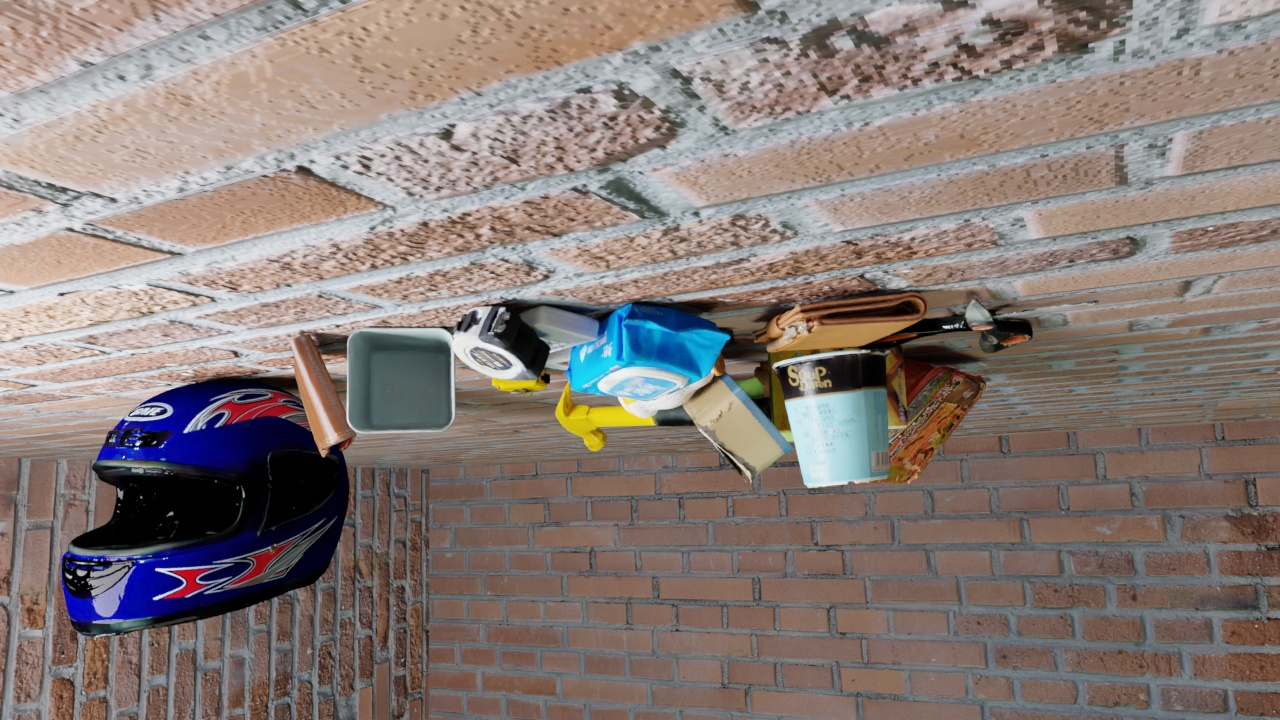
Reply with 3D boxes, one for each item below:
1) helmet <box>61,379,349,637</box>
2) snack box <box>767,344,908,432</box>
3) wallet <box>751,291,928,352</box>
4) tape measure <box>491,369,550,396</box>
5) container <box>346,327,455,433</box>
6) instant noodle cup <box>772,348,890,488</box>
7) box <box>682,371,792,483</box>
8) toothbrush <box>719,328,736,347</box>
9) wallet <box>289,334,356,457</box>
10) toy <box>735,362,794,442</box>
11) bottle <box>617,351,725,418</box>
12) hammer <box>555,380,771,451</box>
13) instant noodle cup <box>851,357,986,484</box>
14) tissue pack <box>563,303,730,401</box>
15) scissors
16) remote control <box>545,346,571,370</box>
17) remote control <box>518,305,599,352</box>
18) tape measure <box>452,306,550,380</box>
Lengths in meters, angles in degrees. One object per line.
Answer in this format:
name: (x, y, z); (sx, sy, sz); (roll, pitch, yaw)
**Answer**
helmet: (-0.479, 0.143, 1.020); (0.248, 0.240, 0.314); (-6, -178, 27)
snack box: (0.207, 0.030, 0.966); (0.140, 0.087, 0.034); (-3, 172, 7)
wallet: (0.159, -0.029, 0.758); (0.107, 0.031, 0.132); (-4, 172, -8)
tape measure: (-0.135, 0.025, 1.051); (0.060, 0.029, 0.057); (-4, 172, 17)
container: (-0.212, 0.022, 0.830); (0.090, 0.090, 0.111); (0, 174, -10)
instant noodle cup: (0.184, 0.056, 0.859); (0.111, 0.120, 0.111); (-6, 174, -1)
box: (0.091, 0.059, 0.935); (0.061, 0.090, 0.184); (-42, -165, 0)
toothbrush: (-0.005, -0.025, 0.823); (0.189, 0.017, 0.014); (3, 170, -11)
wallet: (-0.296, 0.034, 0.844); (0.032, 0.101, 0.125); (-20, 177, -23)
toy: (0.158, 0.063, 1.163); (0.226, 0.090, 0.247); (12, 163, -21)
bottle: (0.030, 0.016, 0.918); (0.109, 0.063, 0.063); (-22, 163, 25)
hammer: (0.022, 0.066, 1.117); (0.301, 0.032, 0.129); (-4, 143, 34)
instant noodle cup: (0.310, 0.065, 1.070); (0.188, 0.165, 0.079); (11, -151, -51)
tissue pack: (0.002, -0.002, 0.774); (0.095, 0.052, 0.157); (8, 162, -22)
scissors: (0.296, -0.028, 0.820); (0.235, 0.021, 0.220); (-9, 169, 41)
remote control: (-0.035, -0.006, 0.895); (0.136, 0.020, 0.055); (-7, 171, 30)
remote control: (-0.099, -0.019, 0.779); (0.058, 0.021, 0.150); (14, 163, -34)
tape measure: (-0.113, -0.014, 0.722); (0.066, 0.033, 0.066); (2, 147, 32)
